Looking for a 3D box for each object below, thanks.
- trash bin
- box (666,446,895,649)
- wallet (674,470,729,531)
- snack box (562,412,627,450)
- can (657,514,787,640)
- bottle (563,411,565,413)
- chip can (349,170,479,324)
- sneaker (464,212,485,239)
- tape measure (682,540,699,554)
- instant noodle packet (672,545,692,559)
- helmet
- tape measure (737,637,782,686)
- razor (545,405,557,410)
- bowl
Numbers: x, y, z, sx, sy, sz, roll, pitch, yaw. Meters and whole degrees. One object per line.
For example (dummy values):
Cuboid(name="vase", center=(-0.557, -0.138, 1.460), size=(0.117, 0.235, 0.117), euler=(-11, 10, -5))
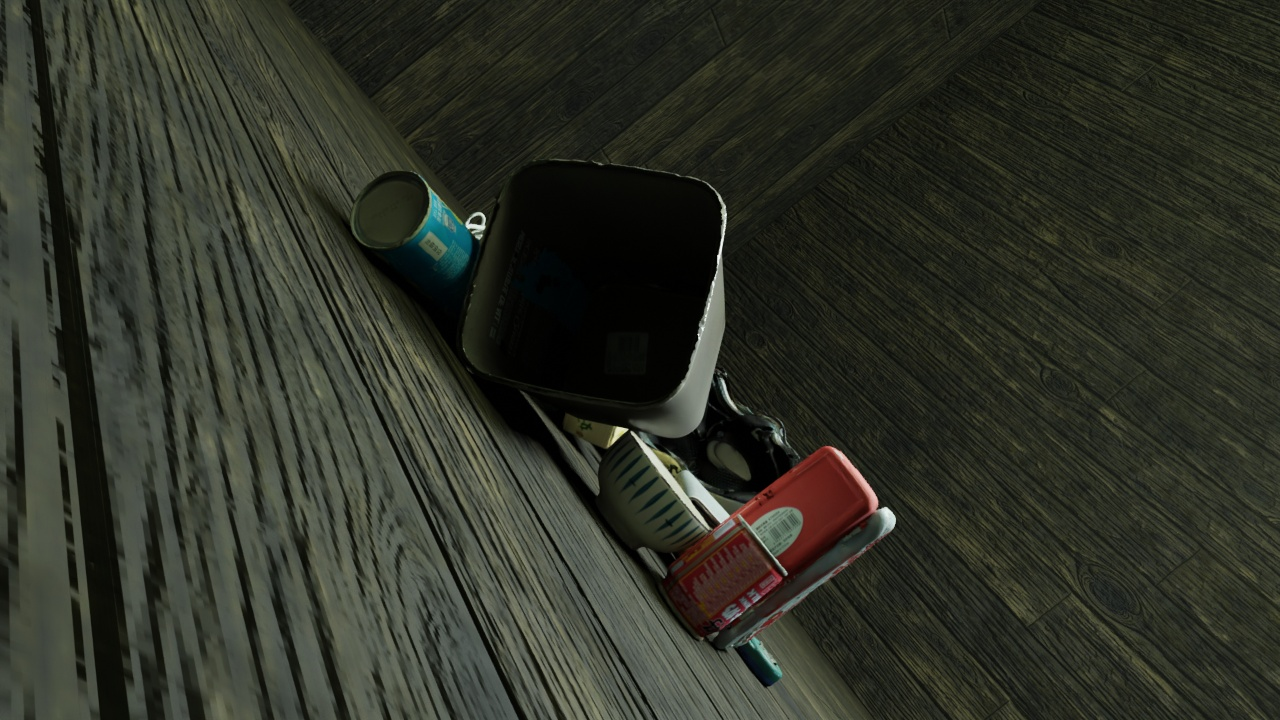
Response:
Cuboid(name="trash bin", center=(-0.022, -0.036, 0.815), size=(0.199, 0.198, 0.220), euler=(11, -14, 14))
Cuboid(name="box", center=(0.132, 0.176, 0.854), size=(0.094, 0.201, 0.100), euler=(54, 8, 26))
Cuboid(name="wallet", center=(0.078, 0.177, 1.006), size=(0.106, 0.037, 0.129), euler=(47, 2, -4))
Cuboid(name="snack box", center=(-0.006, 0.006, 1.075), size=(0.063, 0.115, 0.239), euler=(24, 24, 12))
Cuboid(name="can", center=(0.068, 0.185, 0.779), size=(0.066, 0.094, 0.066), euler=(51, -1, 1))
Cuboid(name="bottle", center=(-0.082, 0.037, 1.109), size=(0.066, 0.067, 0.149), euler=(51, 7, 23))
Cuboid(name="chip can", center=(-0.160, -0.077, 0.786), size=(0.071, 0.071, 0.210), euler=(51, 0, 28))
Cuboid(name="sneaker", center=(-0.201, -0.126, 1.137), size=(0.091, 0.089, 0.242), euler=(46, 7, -12))
Cuboid(name="tape measure", center=(0.067, 0.214, 0.930), size=(0.057, 0.057, 0.039), euler=(-1, -48, 52))
Cuboid(name="instant noodle packet", center=(0.025, 0.175, 1.017), size=(0.111, 0.044, 0.128), euler=(43, -9, 33))
Cuboid(name="helmet", center=(0.074, 0.135, 1.230), size=(0.229, 0.157, 0.274), euler=(-17, 54, -47))
Cuboid(name="tape measure", center=(0.126, 0.313, 0.961), size=(0.054, 0.025, 0.058), euler=(49, -1, 32))
Cuboid(name="razor", center=(-0.129, 0.002, 1.015), size=(0.132, 0.028, 0.043), euler=(49, 3, 5))
Cuboid(name="bowl", center=(0.002, 0.125, 0.816), size=(0.116, 0.066, 0.116), euler=(51, 1, -1))
